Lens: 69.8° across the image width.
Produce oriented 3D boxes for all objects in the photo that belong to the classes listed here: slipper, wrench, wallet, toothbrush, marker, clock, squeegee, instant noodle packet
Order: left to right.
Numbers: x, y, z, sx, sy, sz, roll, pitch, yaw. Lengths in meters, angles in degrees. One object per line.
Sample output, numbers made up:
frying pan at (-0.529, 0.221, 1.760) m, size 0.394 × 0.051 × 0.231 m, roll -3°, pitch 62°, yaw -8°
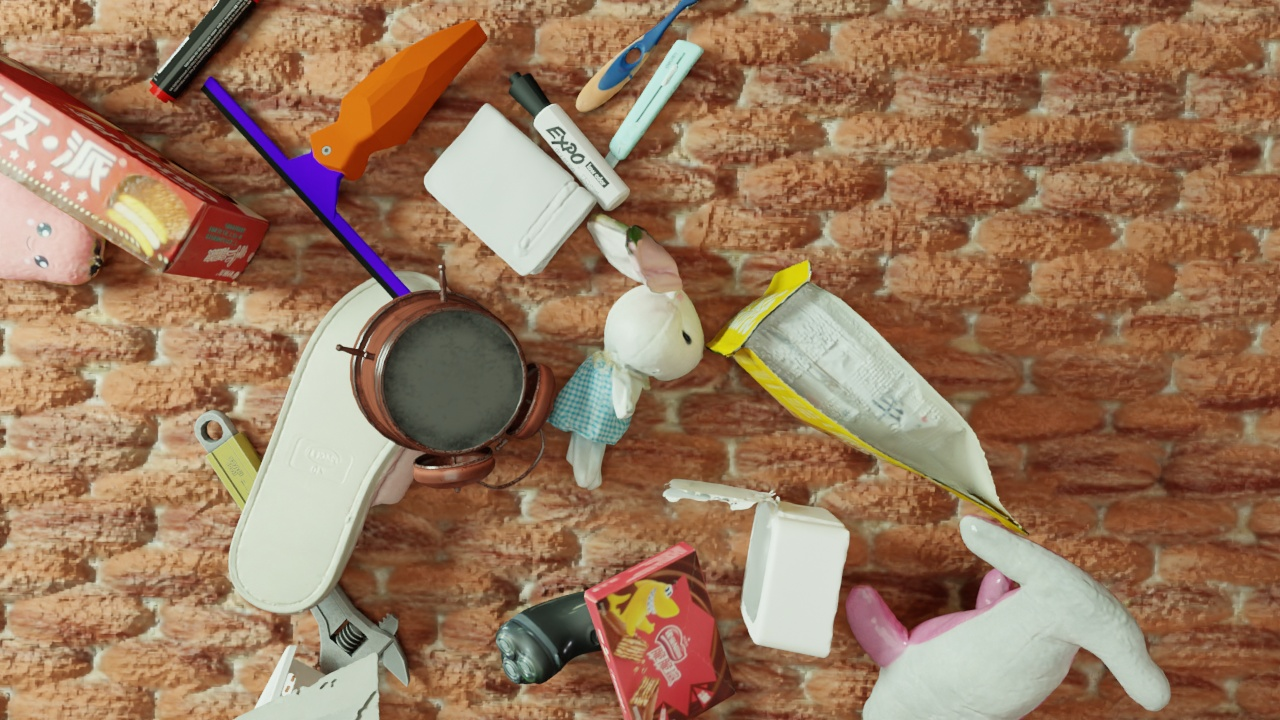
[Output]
marker at (-0.321, -0.256, 0.696) m, size 0.023 × 0.021 × 0.145 m, roll 42°, pitch 92°, yaw 20°
wrench at (-0.269, 0.159, 0.718) m, size 0.084 × 0.018 × 0.273 m, roll -33°, pitch 93°, yaw 5°
slipper at (-0.220, 0.059, 0.695) m, size 0.114 × 0.054 × 0.274 m, roll 26°, pitch 83°, yaw 2°
squeegee at (-0.187, -0.186, 0.679) m, size 0.184 × 0.055 × 0.249 m, roll -43°, pitch 81°, yaw -4°
clock at (-0.128, 0.022, 0.644) m, size 0.120 × 0.072 × 0.158 m, roll -41°, pitch 110°, yaw -15°
wallet at (-0.098, -0.127, 0.697) m, size 0.086 × 0.032 × 0.116 m, roll -45°, pitch 85°, yaw 7°
marker at (-0.056, -0.168, 0.696) m, size 0.025 × 0.025 × 0.126 m, roll -40°, pitch 87°, yaw 1°
toothbrush at (0.001, -0.239, 0.704) m, size 0.135 × 0.017 × 0.021 m, roll -44°, pitch 89°, yaw 4°
instant noodle packet at (0.161, 0.033, 0.645) m, size 0.221 × 0.163 × 0.084 m, roll 40°, pitch 90°, yaw -3°

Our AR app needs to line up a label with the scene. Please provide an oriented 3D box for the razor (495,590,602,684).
razor at (-0.039, 0.206, 0.701) m, size 0.140 × 0.063 × 0.053 m, roll -14°, pitch 115°, yaw -10°

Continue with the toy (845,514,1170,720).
toy at (0.246, 0.204, 0.654) m, size 0.186 × 0.266 × 0.127 m, roll 43°, pitch 51°, yaw 16°

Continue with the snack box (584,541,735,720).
snack box at (0.017, 0.215, 0.694) m, size 0.089 × 0.021 × 0.133 m, roll -23°, pitch 108°, yaw -22°

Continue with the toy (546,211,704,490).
toy at (-0.004, 0.004, 0.679) m, size 0.105 × 0.131 × 0.205 m, roll 12°, pitch 99°, yaw -17°

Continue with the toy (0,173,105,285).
toy at (-0.454, -0.098, 0.687) m, size 0.110 × 0.051 × 0.090 m, roll 17°, pitch 101°, yaw -5°

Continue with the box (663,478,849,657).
box at (0.074, 0.137, 0.677) m, size 0.137 × 0.109 × 0.124 m, roll 9°, pitch 91°, yaw -2°

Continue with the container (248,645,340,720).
container at (-0.273, 0.290, 0.690) m, size 0.049 × 0.080 × 0.129 m, roll 26°, pitch 106°, yaw -16°

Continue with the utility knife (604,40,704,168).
utility knife at (0.003, -0.190, 0.707) m, size 0.022 × 0.015 × 0.129 m, roll 35°, pitch 95°, yaw 1°

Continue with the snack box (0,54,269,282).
snack box at (-0.398, -0.144, 0.655) m, size 0.236 × 0.113 × 0.060 m, roll 32°, pitch 91°, yaw -2°
